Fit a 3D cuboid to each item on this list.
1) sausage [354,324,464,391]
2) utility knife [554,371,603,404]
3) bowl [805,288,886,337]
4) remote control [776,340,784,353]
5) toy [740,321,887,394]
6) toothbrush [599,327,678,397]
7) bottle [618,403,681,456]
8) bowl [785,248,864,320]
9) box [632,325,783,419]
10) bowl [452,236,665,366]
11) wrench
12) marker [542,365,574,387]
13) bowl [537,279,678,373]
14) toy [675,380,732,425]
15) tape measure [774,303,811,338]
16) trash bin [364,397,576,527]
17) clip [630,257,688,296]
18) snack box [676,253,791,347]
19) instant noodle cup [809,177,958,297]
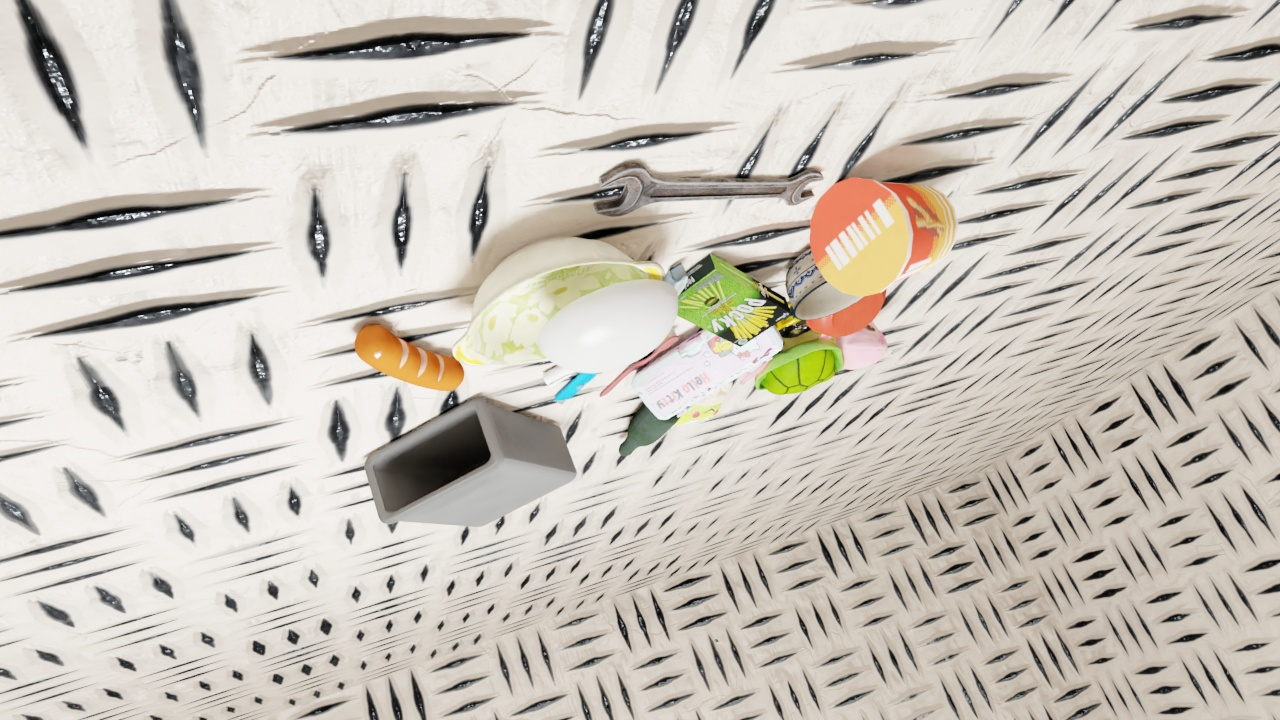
[{"bbox_3d":[-0.236,0.001,0.941,0.044,0.039,0.164,-27,158,13],"label":"sausage"},{"bbox_3d":[-0.066,0.019,1.187,0.031,0.015,0.159,3,149,-39],"label":"utility knife"},{"bbox_3d":[0.277,-0.075,1.205,0.121,0.035,0.122,-17,135,-18],"label":"bowl"},{"bbox_3d":[0.123,-0.006,1.270,0.152,0.020,0.041,-13,164,17],"label":"remote control"},{"bbox_3d":[0.243,-0.003,1.334,0.238,0.087,0.190,-16,165,-15],"label":"toy"},{"bbox_3d":[-0.007,0.007,1.221,0.015,0.015,0.185,-4,155,-39],"label":"toothbrush"},{"bbox_3d":[0.005,0.107,1.413,0.055,0.055,0.175,-10,157,-29],"label":"bottle"},{"bbox_3d":[0.228,-0.104,1.116,0.115,0.059,0.116,-19,159,-8],"label":"bowl"},{"bbox_3d":[0.087,0.004,1.195,0.203,0.086,0.044,-32,-169,17],"label":"box"},{"bbox_3d":[-0.087,-0.066,0.898,0.219,0.060,0.188,-22,160,1],"label":"bowl"},{"bbox_3d":[0.073,-0.165,0.886,0.272,0.010,0.070,-8,155,-33],"label":"wrench"},{"bbox_3d":[-0.060,-0.005,1.126,0.134,0.020,0.017,-28,157,13],"label":"marker"},{"bbox_3d":[-0.025,-0.023,0.917,0.149,0.043,0.150,-19,159,-8],"label":"bowl"},{"bbox_3d":[0.095,0.061,1.401,0.092,0.046,0.115,-6,152,-39],"label":"toy"},{"bbox_3d":[0.215,-0.056,1.249,0.063,0.038,0.067,-32,156,22],"label":"tape measure"},{"bbox_3d":[-0.219,0.145,1.228,0.192,0.097,0.219,-28,159,14],"label":"trash bin"},{"bbox_3d":[-0.001,-0.060,1.040,0.143,0.029,0.172,-5,154,-34],"label":"clip"},{"bbox_3d":[0.101,-0.067,1.078,0.080,0.025,0.147,-35,142,30],"label":"snack box"},{"bbox_3d":[0.273,-0.141,1.005,0.120,0.123,0.124,-15,159,-39],"label":"instant noodle cup"}]
